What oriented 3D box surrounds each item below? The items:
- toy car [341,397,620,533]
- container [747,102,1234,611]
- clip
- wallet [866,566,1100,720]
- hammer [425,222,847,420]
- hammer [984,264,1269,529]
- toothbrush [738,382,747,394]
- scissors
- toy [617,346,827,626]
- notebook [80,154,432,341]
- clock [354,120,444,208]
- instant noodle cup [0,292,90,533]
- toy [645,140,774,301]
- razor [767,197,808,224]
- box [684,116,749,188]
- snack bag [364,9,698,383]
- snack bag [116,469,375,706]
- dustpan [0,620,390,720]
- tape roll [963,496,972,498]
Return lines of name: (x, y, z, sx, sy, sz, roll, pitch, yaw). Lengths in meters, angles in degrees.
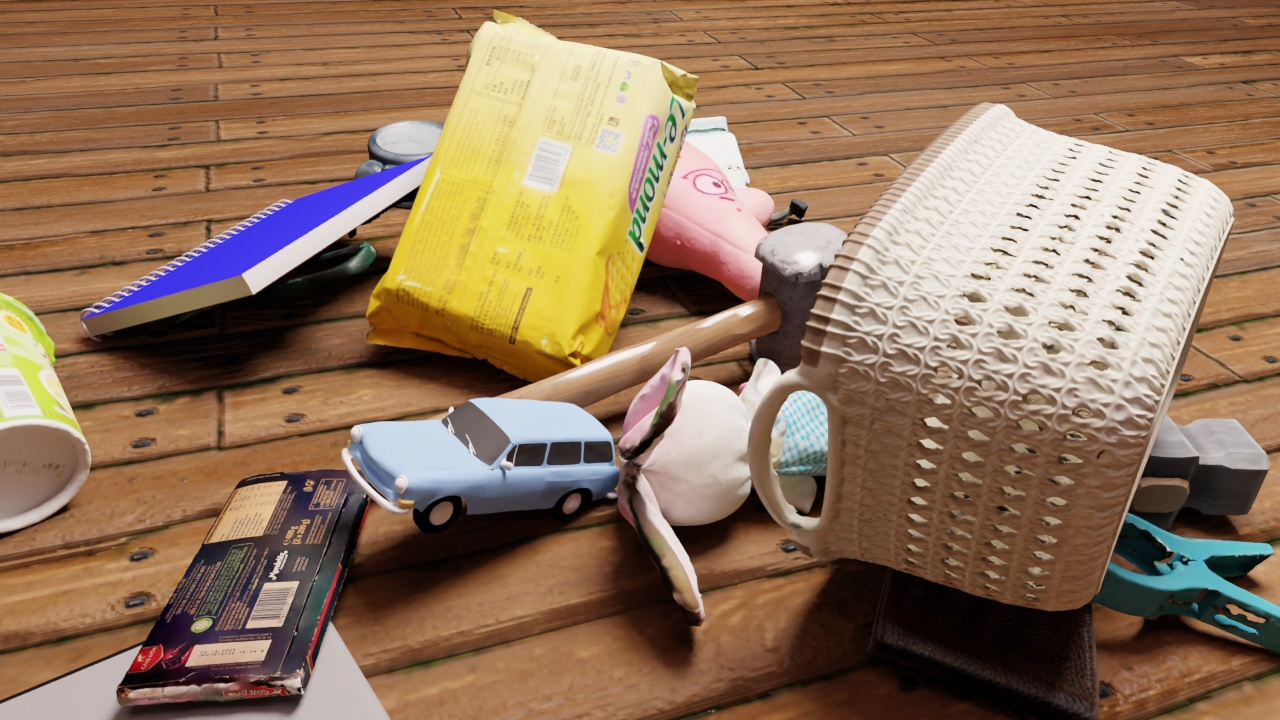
toy car: (-0.074, 0.049, 0.470, 0.153, 0.055, 0.056, 5, 24, -47)
container: (0.172, -0.004, 0.434, 0.143, 0.185, 0.245, 20, 44, 29)
clip: (0.266, 0.115, 0.441, 0.127, 0.028, 0.113, 20, 31, 1)
wallet: (0.170, 0.114, 0.450, 0.099, 0.031, 0.119, 17, 35, 14)
hammer: (-0.003, 0.003, 0.560, 0.327, 0.098, 0.052, -21, 44, -22)
hammer: (0.285, -0.009, 0.630, 0.117, 0.051, 0.322, 1, 31, 2)
toothbrush: (0.129, 0.028, 0.581, 0.135, 0.021, 0.016, 7, 31, 0)
scissors: (-0.215, -0.071, 0.621, 0.201, 0.015, 0.204, -35, 26, -20)
toy: (0.049, 0.039, 0.499, 0.106, 0.131, 0.204, 8, 18, 42)
notebook: (-0.263, -0.084, 0.651, 0.172, 0.022, 0.208, -9, 26, 29)
clock: (-0.202, -0.169, 0.817, 0.090, 0.052, 0.129, 2, 38, -2)
instant noodle cup: (-0.344, 0.030, 0.477, 0.098, 0.099, 0.108, -26, 51, -36)
toy: (0.032, -0.114, 0.708, 0.191, 0.097, 0.237, 2, 30, -43)
razor: (0.074, -0.132, 0.814, 0.144, 0.022, 0.042, 3, -4, 6)
box: (-0.008, -0.188, 0.872, 0.197, 0.075, 0.125, -9, 56, -12)
snack bag: (-0.070, -0.105, 0.602, 0.160, 0.247, 0.068, 17, -8, 8)
snack bag: (-0.176, 0.098, 0.431, 0.074, 0.018, 0.155, -3, 26, -2)
dustpan: (-0.153, 0.186, 0.316, 0.162, 0.033, 0.258, -20, 32, -31)
tape roll: (0.174, 0.045, 0.545, 0.093, 0.016, 0.091, 14, 44, 3)
